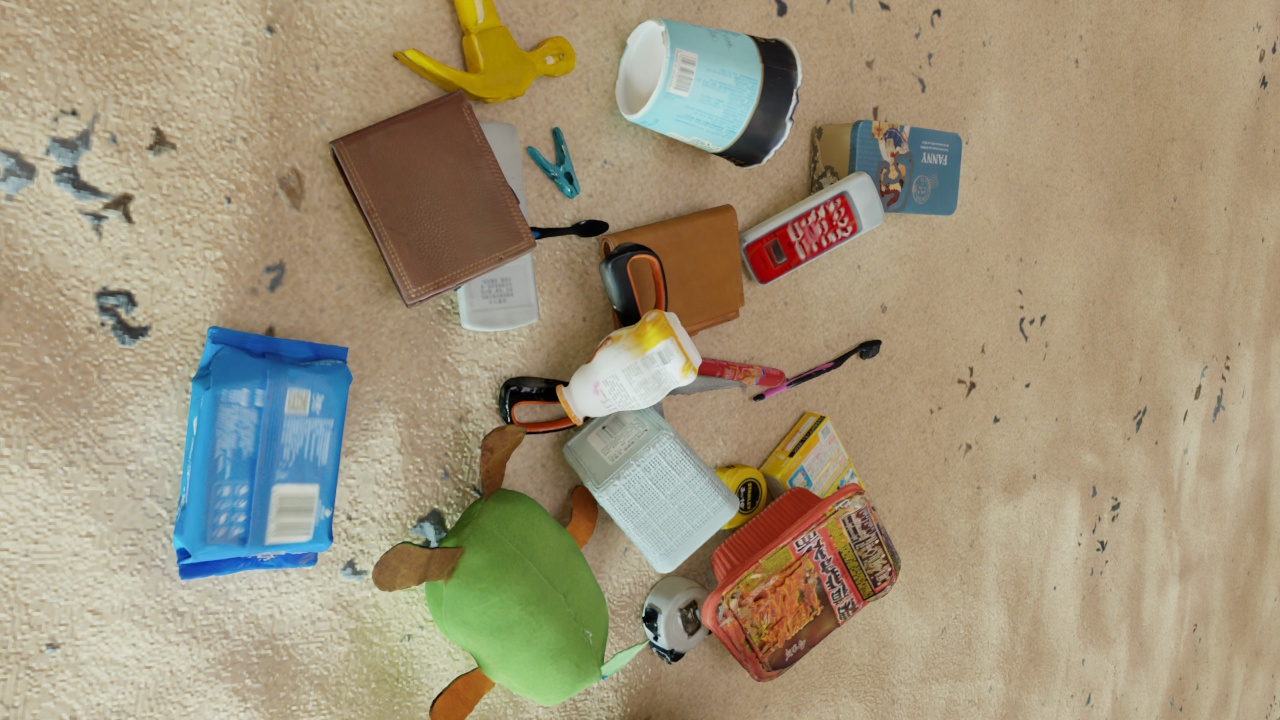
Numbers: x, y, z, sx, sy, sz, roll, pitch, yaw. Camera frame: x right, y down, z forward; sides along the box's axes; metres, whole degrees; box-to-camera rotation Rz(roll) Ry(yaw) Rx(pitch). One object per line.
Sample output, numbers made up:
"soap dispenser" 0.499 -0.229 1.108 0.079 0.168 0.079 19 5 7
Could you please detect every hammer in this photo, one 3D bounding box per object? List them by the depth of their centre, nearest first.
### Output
"hammer" -0.138 -0.321 0.612 0.128 0.033 0.301 -30 115 -32

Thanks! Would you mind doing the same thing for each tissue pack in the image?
"tissue pack" -0.241 0.059 0.585 0.094 0.052 0.157 5 95 -40

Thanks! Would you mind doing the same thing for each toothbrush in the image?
"toothbrush" -0.105 -0.093 0.691 0.189 0.016 0.014 -12 107 -33
"toothbrush" 0.182 0.012 0.929 0.188 0.014 0.018 -21 122 -33

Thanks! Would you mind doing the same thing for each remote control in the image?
"remote control" -0.110 -0.096 0.664 0.058 0.021 0.150 -7 93 -27
"remote control" 0.156 -0.120 0.840 0.136 0.020 0.056 -28 117 4

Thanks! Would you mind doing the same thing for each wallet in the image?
"wallet" -0.139 -0.110 0.624 0.101 0.032 0.124 -28 99 -17
"wallet" 0.031 -0.069 0.785 0.131 0.031 0.108 -19 111 -29

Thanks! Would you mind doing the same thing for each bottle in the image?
"bottle" -0.010 0.009 0.698 0.108 0.063 0.063 -30 119 4

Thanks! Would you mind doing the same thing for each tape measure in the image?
"tape measure" 0.035 0.233 0.840 0.065 0.034 0.066 -34 117 -31
"tape measure" 0.091 0.126 0.867 0.057 0.029 0.060 -5 101 -36

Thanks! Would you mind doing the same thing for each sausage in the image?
"sausage" 0.082 0.011 0.846 0.155 0.020 0.020 8 93 -38

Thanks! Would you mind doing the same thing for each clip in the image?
"clip" -0.063 -0.150 0.711 0.034 0.013 0.054 -40 118 -25

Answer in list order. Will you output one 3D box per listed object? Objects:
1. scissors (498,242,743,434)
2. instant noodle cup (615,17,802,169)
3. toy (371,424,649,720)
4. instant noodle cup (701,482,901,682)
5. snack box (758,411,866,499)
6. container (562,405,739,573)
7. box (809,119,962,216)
"scissors" -0.010 0.008 0.752 0.234 0.022 0.221 -11 119 -26
"instant noodle cup" 0.048 -0.219 0.736 0.120 0.111 0.111 6 94 -30
"toy" -0.093 0.176 0.697 0.226 0.090 0.247 -53 129 -35
"instant noodle cup" 0.143 0.200 0.861 0.188 0.079 0.164 -38 129 -7
"snack box" 0.182 0.131 0.937 0.086 0.034 0.140 -46 121 -23
"container" 0.006 0.094 0.739 0.090 0.090 0.111 -41 128 -4
"box" 0.251 -0.189 0.917 0.184 0.062 0.090 -7 102 -35
